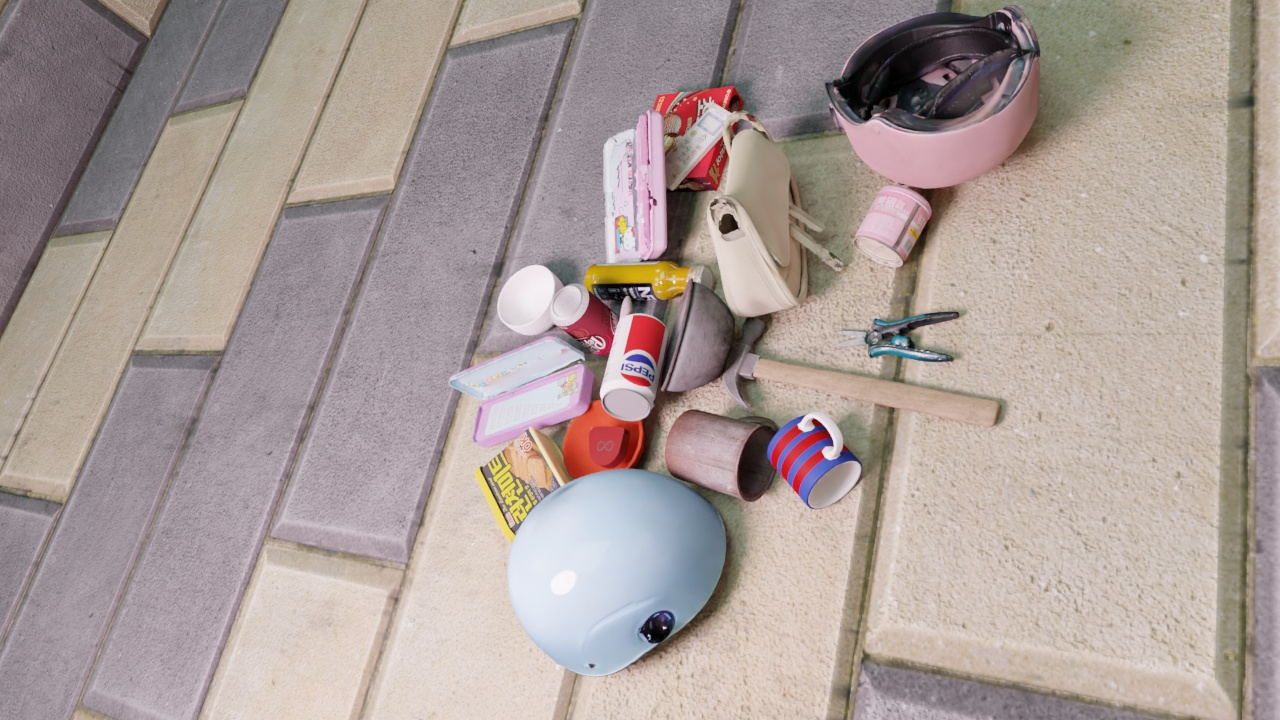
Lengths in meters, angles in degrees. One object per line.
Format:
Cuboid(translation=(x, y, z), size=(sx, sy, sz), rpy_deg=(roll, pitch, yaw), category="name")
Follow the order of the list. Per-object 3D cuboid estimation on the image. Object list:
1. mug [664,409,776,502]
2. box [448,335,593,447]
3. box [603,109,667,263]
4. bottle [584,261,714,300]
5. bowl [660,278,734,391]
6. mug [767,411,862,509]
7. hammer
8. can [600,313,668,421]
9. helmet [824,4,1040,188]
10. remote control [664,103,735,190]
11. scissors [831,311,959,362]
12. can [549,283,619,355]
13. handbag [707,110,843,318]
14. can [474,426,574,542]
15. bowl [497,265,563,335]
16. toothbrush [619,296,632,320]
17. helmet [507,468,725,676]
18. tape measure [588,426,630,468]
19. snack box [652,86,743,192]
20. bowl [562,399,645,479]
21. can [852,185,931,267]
Cuboid(translation=(0.104, 0.100, 1.083), size=(0.110, 0.096, 0.122), rpy_deg=(17, 40, 34), category="mug")
Cuboid(translation=(-0.172, 0.041, 1.258), size=(0.215, 0.092, 0.089), rpy_deg=(-20, 47, 34), category="box")
Cuboid(translation=(-0.001, -0.237, 1.301), size=(0.156, 0.058, 0.201), rpy_deg=(165, 105, -65), category="box")
Cuboid(translation=(0.011, -0.109, 1.265), size=(0.186, 0.053, 0.053), rpy_deg=(2, 68, 33), category="bottle")
Cuboid(translation=(0.075, -0.024, 1.144), size=(0.067, 0.145, 0.144), rpy_deg=(15, 71, -2), category="bowl")
Cuboid(translation=(0.192, 0.099, 1.004), size=(0.074, 0.112, 0.076), rpy_deg=(-21, 48, -20), category="mug")
Cuboid(translation=(0.243, 0.030, 1.060), size=(0.332, 0.031, 0.119), rpy_deg=(13, 67, 33), category="hammer")
Cuboid(translation=(-0.007, 0.007, 1.176), size=(0.070, 0.070, 0.131), rpy_deg=(-13, 44, 27), category="can")
Cuboid(translation=(0.348, -0.301, 1.073), size=(0.230, 0.152, 0.255), rpy_deg=(-29, 41, 5), category="helmet")
Cuboid(translation=(0.075, -0.304, 1.301), size=(0.136, 0.011, 0.050), rpy_deg=(-48, 50, 3), category="remote control")
Cuboid(translation=(0.299, -0.027, 1.055), size=(0.120, 0.019, 0.150), rpy_deg=(-48, 48, 4), category="scissors")
Cuboid(translation=(-0.070, -0.054, 1.248), size=(0.063, 0.114, 0.063), rpy_deg=(-15, 59, 26), category="can")
Cuboid(translation=(0.162, -0.184, 1.135), size=(0.132, 0.184, 0.228), rpy_deg=(-14, 41, 24), category="handbag")
Cuboid(translation=(-0.143, 0.167, 1.211), size=(0.101, 0.072, 0.130), rpy_deg=(-41, 51, 6), category="can")
Cuboid(translation=(-0.155, -0.084, 1.360), size=(0.105, 0.054, 0.104), rpy_deg=(-16, 56, 26), category="bowl")
Cuboid(translation=(-0.020, -0.022, 1.248), size=(0.016, 0.021, 0.135), rpy_deg=(-9, 75, 36), category="toothbrush")
Cuboid(translation=(-0.038, 0.226, 1.054), size=(0.266, 0.167, 0.225), rpy_deg=(-32, 43, 4), category="helmet")
Cuboid(translation=(-0.042, 0.110, 1.160), size=(0.059, 0.019, 0.051), rpy_deg=(-2, 67, 40), category="tape measure")
Cuboid(translation=(0.067, -0.322, 1.349), size=(0.133, 0.036, 0.151), rpy_deg=(5, 69, 35), category="snack box")
Cuboid(translation=(-0.042, 0.111, 1.196), size=(0.122, 0.035, 0.121), rpy_deg=(-15, 59, 26), category="bowl")
Cuboid(translation=(0.300, -0.160, 1.092), size=(0.067, 0.067, 0.076), rpy_deg=(25, 82, 39), category="can")
